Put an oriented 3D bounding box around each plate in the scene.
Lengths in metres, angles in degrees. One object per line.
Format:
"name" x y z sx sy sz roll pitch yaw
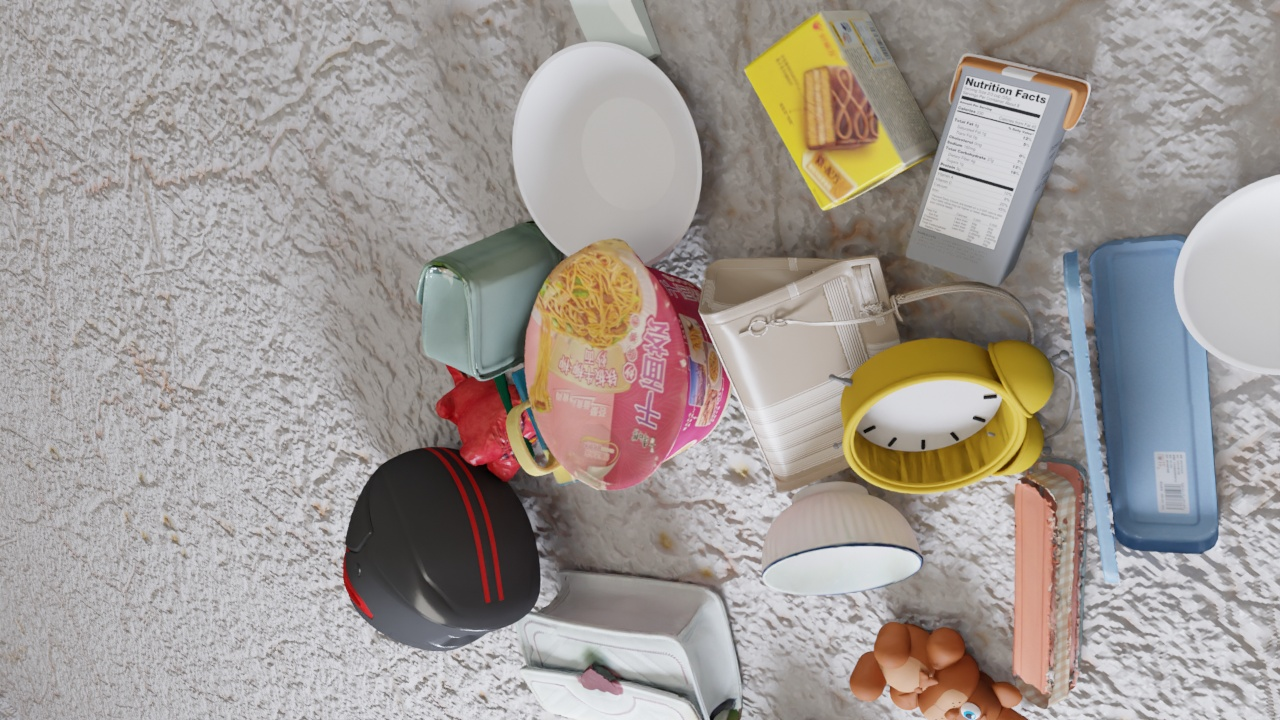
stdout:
"plate" -0.020 -0.158 0.715 0.174 0.036 0.174 14 117 29

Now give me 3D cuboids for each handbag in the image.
"handbag" -0.125 -0.053 0.780 0.067 0.121 0.106 21 123 28
"handbag" -0.014 0.286 0.863 0.199 0.096 0.142 -3 109 33
"handbag" 0.163 -0.003 0.630 0.198 0.062 0.176 -12 127 21

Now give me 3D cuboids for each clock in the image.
"clock" 0.203 0.035 0.599 0.152 0.051 0.114 -6 133 9

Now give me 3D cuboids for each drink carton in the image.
"drink carton" 0.215 -0.117 0.563 0.076 0.048 0.125 24 121 25

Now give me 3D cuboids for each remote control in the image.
"remote control" -0.034 -0.286 0.677 0.050 0.024 0.143 -13 102 37

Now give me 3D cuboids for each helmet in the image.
"helmet" -0.193 0.173 0.887 0.265 0.164 0.170 40 123 47

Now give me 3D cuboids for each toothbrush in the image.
"toothbrush" -0.128 0.010 0.829 0.016 0.017 0.189 -23 66 3

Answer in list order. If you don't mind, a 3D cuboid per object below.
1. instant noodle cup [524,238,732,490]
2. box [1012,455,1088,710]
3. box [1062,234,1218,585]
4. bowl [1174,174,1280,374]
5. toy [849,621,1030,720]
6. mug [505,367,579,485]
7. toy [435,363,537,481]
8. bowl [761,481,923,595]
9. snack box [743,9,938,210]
"instant noodle cup" -0.004 0.004 0.696 0.179 0.077 0.178 5 97 46
"box" 0.288 0.155 0.646 0.058 0.062 0.188 26 129 54
"box" 0.306 0.031 0.554 0.074 0.077 0.209 -6 107 31
"bowl" 0.351 -0.050 0.500 0.110 0.040 0.110 7 112 19
"toy" 0.232 0.253 0.703 0.128 0.065 0.095 31 130 14
"mug" -0.065 0.048 0.785 0.083 0.113 0.107 -18 97 47
"toy" -0.137 0.037 0.875 0.094 0.088 0.133 -42 61 7
"bowl" 0.147 0.131 0.693 0.118 0.118 0.062 -31 50 39
"snack box" 0.130 -0.159 0.582 0.061 0.083 0.106 -28 92 38
